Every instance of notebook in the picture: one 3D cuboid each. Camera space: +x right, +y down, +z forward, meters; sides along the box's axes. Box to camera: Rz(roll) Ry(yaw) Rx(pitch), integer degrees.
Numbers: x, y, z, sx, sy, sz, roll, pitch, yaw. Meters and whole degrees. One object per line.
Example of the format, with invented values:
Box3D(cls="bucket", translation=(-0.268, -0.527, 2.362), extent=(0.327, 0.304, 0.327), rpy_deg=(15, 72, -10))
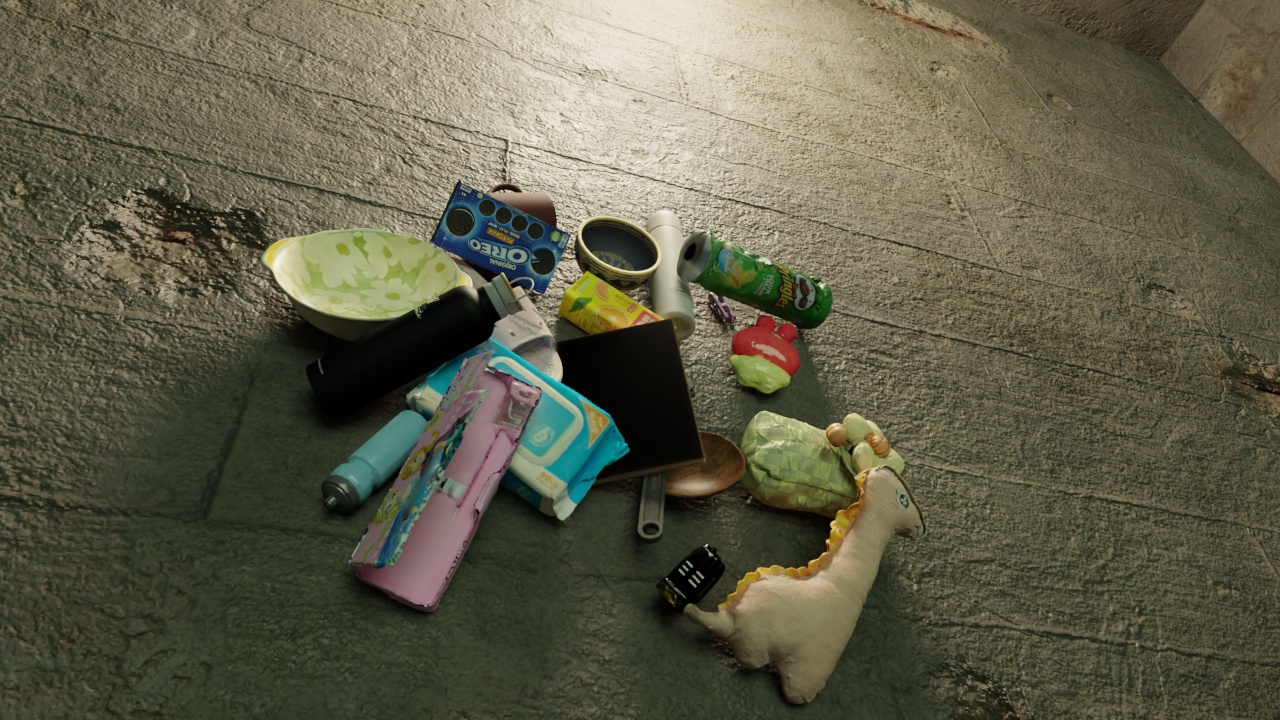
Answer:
Box3D(cls="notebook", translation=(-0.017, 0.041, 1.012), extent=(0.141, 0.008, 0.208), rpy_deg=(-12, 47, 1))

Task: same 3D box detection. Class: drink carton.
Box3D(cls="drink carton", translation=(-0.029, -0.048, 1.123), extent=(0.134, 0.043, 0.058), rpy_deg=(32, 45, 8))

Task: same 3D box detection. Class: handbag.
Box3D(cls="handbag", translation=(0.206, 0.111, 1.017), extent=(0.186, 0.117, 0.113), rpy_deg=(17, 42, -13))

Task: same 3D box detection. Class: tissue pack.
Box3D(cls="tissue pack", translation=(-0.122, 0.064, 0.927), extent=(0.209, 0.066, 0.116), rpy_deg=(35, 59, 7))

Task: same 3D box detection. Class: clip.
Box3D(cls="clip", translation=(0.108, -0.072, 1.239), extent=(0.036, 0.013, 0.053), rpy_deg=(-21, 61, -39))

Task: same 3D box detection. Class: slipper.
Box3D(cls="slipper", translation=(-0.169, -0.053, 1.041), extent=(0.094, 0.065, 0.239), rpy_deg=(-24, 59, -41))

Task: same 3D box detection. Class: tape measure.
Box3D(cls="tape measure", translation=(0.049, 0.207, 0.878), extent=(0.067, 0.063, 0.038), rpy_deg=(-45, 69, -9))

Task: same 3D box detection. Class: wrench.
Box3D(cls="wrench", translation=(0.020, 0.093, 0.991), extent=(0.073, 0.018, 0.272), rpy_deg=(3, 37, 4))

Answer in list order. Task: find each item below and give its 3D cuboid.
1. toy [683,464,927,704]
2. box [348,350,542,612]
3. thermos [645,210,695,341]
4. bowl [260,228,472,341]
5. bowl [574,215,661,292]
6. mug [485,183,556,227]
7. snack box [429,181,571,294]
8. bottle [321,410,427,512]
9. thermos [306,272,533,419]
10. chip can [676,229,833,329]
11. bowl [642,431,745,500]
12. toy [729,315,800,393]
Box3D(cls="toy", translation=(0.174, 0.194, 0.898), extent=(0.196, 0.065, 0.263), rpy_deg=(38, 64, -11))
Box3D(cls="box", translation=(-0.167, 0.094, 0.809), extent=(0.085, 0.097, 0.229), rpy_deg=(25, 62, 0))
Box3D(cls="thermos", translation=(0.037, -0.119, 1.221), extent=(0.052, 0.052, 0.223), rpy_deg=(12, 43, -15))
Box3D(cls="bowl", translation=(-0.292, -0.073, 0.986), extent=(0.219, 0.060, 0.188), rpy_deg=(11, 34, -1))
Box3D(cls="bowl", translation=(-0.036, -0.128, 1.186), extent=(0.112, 0.061, 0.112), rpy_deg=(14, 42, -13))
Box3D(cls="mug", translation=(-0.166, -0.189, 1.173), extent=(0.082, 0.073, 0.105), rpy_deg=(-7, 56, -32))
Box3D(cls="snack box", translation=(-0.168, -0.146, 1.104), extent=(0.150, 0.082, 0.027), rpy_deg=(23, 3, -21))
Box3D(cls="bottle", translation=(-0.250, 0.096, 0.861), extent=(0.040, 0.040, 0.129), rpy_deg=(32, 41, 7))
Box3D(cls="thermos", translation=(-0.208, -0.024, 0.902), extent=(0.231, 0.061, 0.061), rpy_deg=(-29, 58, -5))
Box3D(cls="chip can", translation=(0.151, -0.105, 1.208), extent=(0.223, 0.076, 0.075), rpy_deg=(18, 39, -32))
Box3D(cls="bowl", translation=(0.055, 0.120, 0.990), extent=(0.114, 0.026, 0.102), rpy_deg=(-12, 37, -15))
Box3D(cls="toy", translation=(0.161, -0.010, 1.175), extent=(0.091, 0.045, 0.134), rpy_deg=(23, 45, 1))
